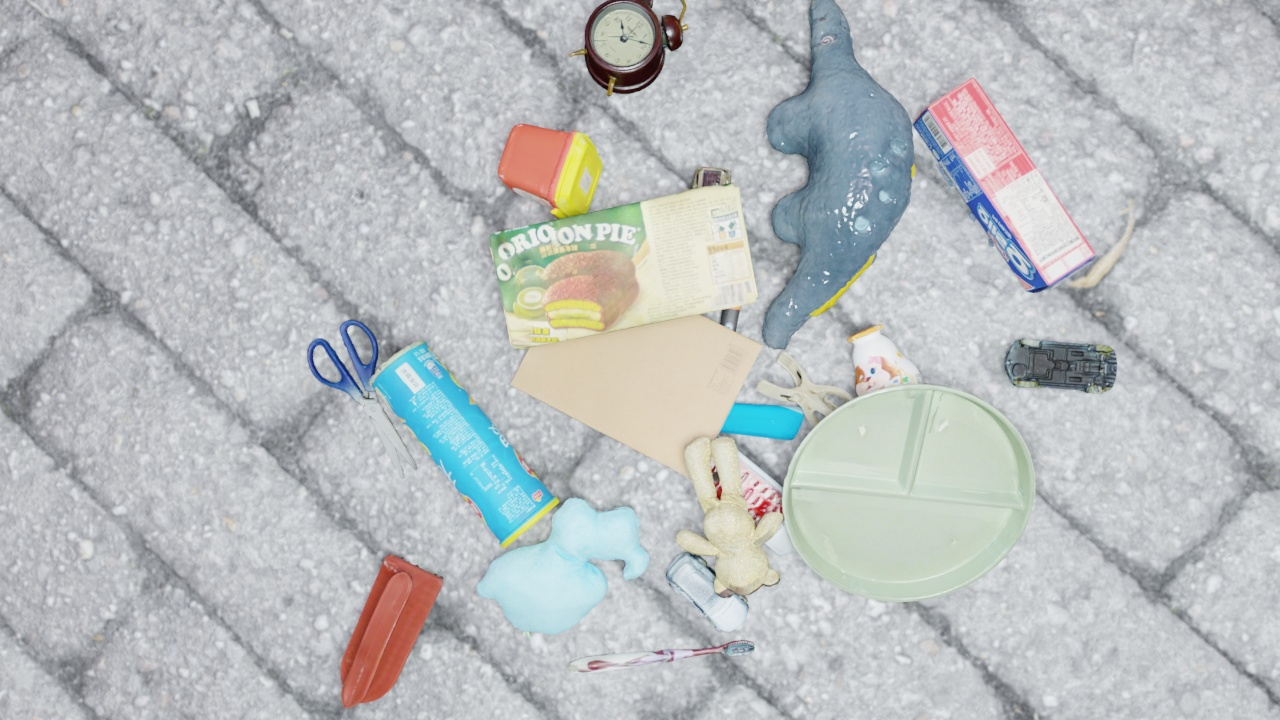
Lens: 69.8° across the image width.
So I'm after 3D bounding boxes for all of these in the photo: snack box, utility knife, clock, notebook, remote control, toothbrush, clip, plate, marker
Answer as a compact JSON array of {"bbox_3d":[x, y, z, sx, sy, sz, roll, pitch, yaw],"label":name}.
[{"bbox_3d":[-0.089,-0.184,0.893,0.080,0.091,0.082,18,89,10],"label":"snack box"},{"bbox_3d":[0.081,0.056,0.911,0.161,0.018,0.034,5,86,6],"label":"utility knife"},{"bbox_3d":[0.346,-0.164,0.879,0.058,0.057,0.207,-33,87,0],"label":"snack box"},{"bbox_3d":[-0.007,-0.320,0.906,0.122,0.055,0.082,-43,86,0],"label":"clock"},{"bbox_3d":[-0.005,0.005,0.911,0.211,0.012,0.149,27,89,10],"label":"notebook"},{"bbox_3d":[0.107,0.132,0.906,0.136,0.020,0.056,40,91,4],"label":"remote control"},{"bbox_3d":[0.021,0.295,0.910,0.187,0.017,0.016,-7,87,3],"label":"toothbrush"},{"bbox_3d":[0.165,0.035,0.890,0.100,0.035,0.070,32,54,10],"label":"clip"},{"bbox_3d":[0.247,0.124,0.857,0.230,0.027,0.230,1,112,3],"label":"plate"},{"bbox_3d":[0.088,-0.039,0.914,0.018,0.015,0.124,10,91,8],"label":"marker"},{"bbox_3d":[-0.014,-0.087,0.873,0.240,0.063,0.114,-11,94,8],"label":"snack box"}]

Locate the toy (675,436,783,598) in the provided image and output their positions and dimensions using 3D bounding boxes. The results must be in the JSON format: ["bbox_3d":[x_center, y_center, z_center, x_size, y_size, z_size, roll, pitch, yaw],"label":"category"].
[{"bbox_3d":[0.083,0.147,0.870,0.105,0.066,0.157,-14,96,13],"label":"toy"}]

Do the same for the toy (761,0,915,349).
[{"bbox_3d":[0.191,-0.185,0.881,0.138,0.091,0.356,4,88,31],"label":"toy"}]

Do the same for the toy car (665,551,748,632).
[{"bbox_3d":[0.066,0.228,0.901,0.090,0.034,0.043,42,89,2],"label":"toy car"}]

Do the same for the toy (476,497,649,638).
[{"bbox_3d":[-0.076,0.208,0.901,0.161,0.050,0.156,11,98,-5],"label":"toy"}]

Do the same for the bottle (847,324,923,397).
[{"bbox_3d":[0.236,0.021,0.879,0.063,0.063,0.108,-24,87,3],"label":"bottle"}]

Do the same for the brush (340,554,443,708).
[{"bbox_3d":[-0.252,0.269,0.902,0.063,0.069,0.146,25,90,5],"label":"brush"}]

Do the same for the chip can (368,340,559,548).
[{"bbox_3d":[-0.173,0.081,0.901,0.071,0.071,0.210,-41,86,2],"label":"chip can"}]

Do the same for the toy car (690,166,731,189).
[{"bbox_3d":[0.067,-0.146,0.908,0.042,0.035,0.090,7,92,6],"label":"toy car"}]

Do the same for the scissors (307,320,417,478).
[{"bbox_3d":[-0.269,0.035,0.937,0.173,0.012,0.126,33,91,2],"label":"scissors"}]

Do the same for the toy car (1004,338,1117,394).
[{"bbox_3d":[0.403,0.005,0.884,0.105,0.031,0.049,5,88,2],"label":"toy car"}]
